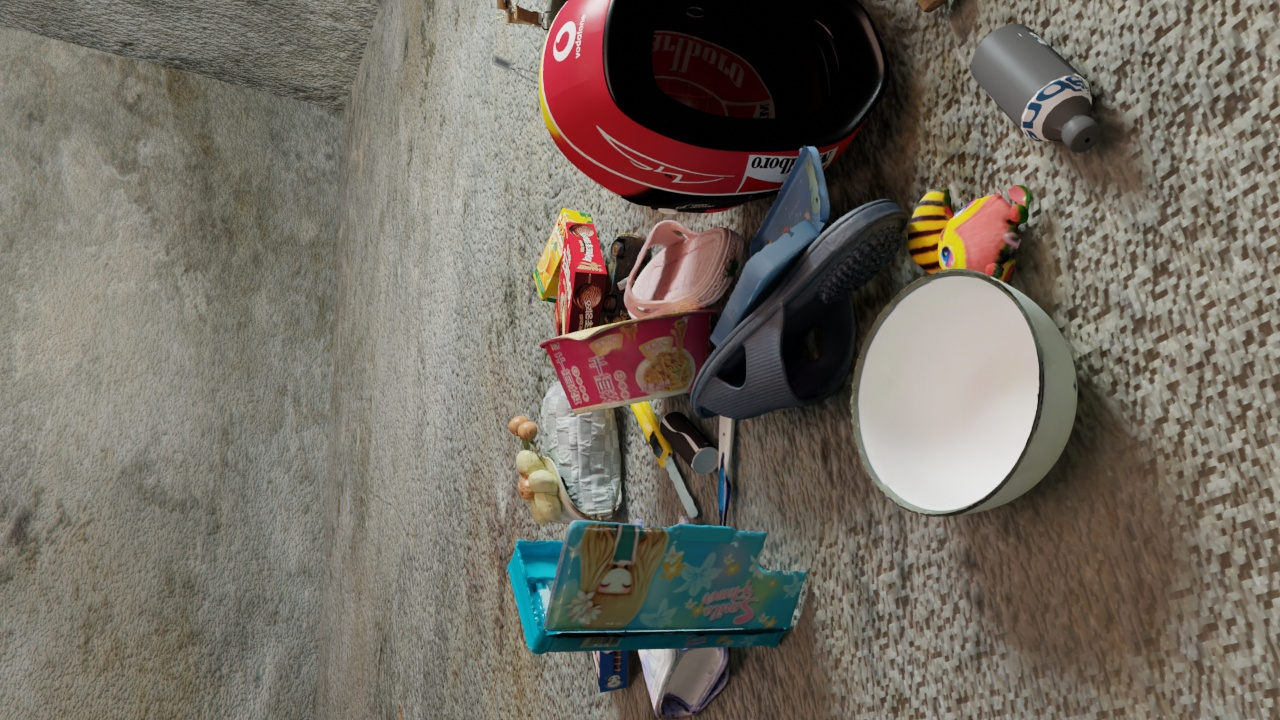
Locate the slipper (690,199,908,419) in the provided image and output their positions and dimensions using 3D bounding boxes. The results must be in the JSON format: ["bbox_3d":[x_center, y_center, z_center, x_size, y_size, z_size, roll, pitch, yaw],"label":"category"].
[{"bbox_3d":[0.134,-0.013,0.722,0.082,0.101,0.264,56,140,19],"label":"slipper"}]

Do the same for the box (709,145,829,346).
[{"bbox_3d":[0.109,-0.080,0.754,0.210,0.047,0.122,109,-174,-74],"label":"box"}]

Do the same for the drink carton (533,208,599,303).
[{"bbox_3d":[-0.101,-0.142,1.242,0.123,0.041,0.058,-60,35,34],"label":"drink carton"}]

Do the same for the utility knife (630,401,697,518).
[{"bbox_3d":[0.020,0.086,0.985,0.227,0.019,0.031,-121,38,-46],"label":"utility knife"}]

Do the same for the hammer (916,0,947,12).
[{"bbox_3d":[0.135,-0.389,0.680,0.132,0.305,0.040,-35,1,7],"label":"hammer"}]

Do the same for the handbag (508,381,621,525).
[{"bbox_3d":[-0.089,0.103,1.065,0.113,0.123,0.171,154,114,-64],"label":"handbag"}]

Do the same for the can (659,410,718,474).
[{"bbox_3d":[0.048,0.081,0.912,0.080,0.031,0.031,46,122,56],"label":"can"}]

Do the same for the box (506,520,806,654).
[{"bbox_3d":[0.025,0.160,0.724,0.117,0.226,0.097,-64,32,31],"label":"box"}]

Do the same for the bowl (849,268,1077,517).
[{"bbox_3d":[0.210,0.023,0.581,0.154,0.072,0.153,-24,62,57],"label":"bowl"}]

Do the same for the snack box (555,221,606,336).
[{"bbox_3d":[-0.075,-0.078,1.118,0.152,0.036,0.133,-106,22,-59],"label":"snack box"}]

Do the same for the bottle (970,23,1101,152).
[{"bbox_3d":[0.253,-0.171,0.583,0.047,0.047,0.112,-59,36,36],"label":"bottle"}]

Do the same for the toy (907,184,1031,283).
[{"bbox_3d":[0.221,-0.081,0.621,0.103,0.046,0.084,-139,55,-62],"label":"toy"}]

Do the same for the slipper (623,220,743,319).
[{"bbox_3d":[0.026,-0.093,0.924,0.094,0.064,0.240,-69,17,-10],"label":"slipper"}]

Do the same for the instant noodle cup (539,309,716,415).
[{"bbox_3d":[-0.005,0.005,0.906,0.179,0.178,0.077,-14,86,60],"label":"instant noodle cup"}]

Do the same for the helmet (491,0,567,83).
[{"bbox_3d":[-0.055,-0.385,1.010,0.193,0.236,0.224,9,80,67],"label":"helmet"}]

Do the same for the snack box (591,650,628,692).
[{"bbox_3d":[-0.037,0.268,0.957,0.088,0.033,0.154,-110,16,-45],"label":"snack box"}]

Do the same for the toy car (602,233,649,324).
[{"bbox_3d":[-0.023,-0.092,1.074,0.047,0.047,0.112,9,90,57],"label":"toy car"}]

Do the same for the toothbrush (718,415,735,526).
[{"bbox_3d":[0.082,0.117,0.858,0.016,0.017,0.188,-13,69,49],"label":"toothbrush"}]

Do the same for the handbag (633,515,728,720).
[{"bbox_3d":[0.029,0.242,0.873,0.158,0.069,0.127,-110,24,-43],"label":"handbag"}]

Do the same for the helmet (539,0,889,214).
[{"bbox_3d":[0.047,-0.230,0.802,0.225,0.271,0.197,152,126,-82],"label":"helmet"}]
